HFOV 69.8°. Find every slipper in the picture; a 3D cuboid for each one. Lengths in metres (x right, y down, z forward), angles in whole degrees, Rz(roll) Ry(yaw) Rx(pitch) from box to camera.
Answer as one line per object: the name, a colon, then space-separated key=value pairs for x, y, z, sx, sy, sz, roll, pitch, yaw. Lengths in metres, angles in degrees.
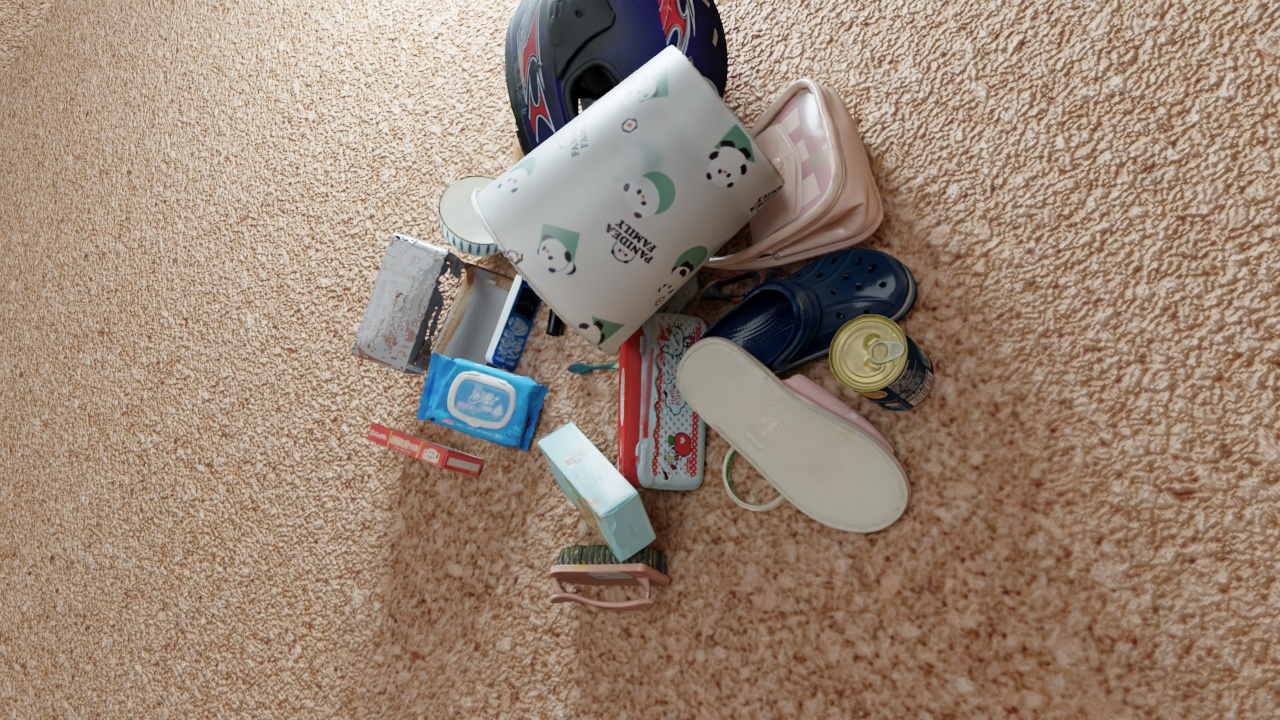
slipper: x=0.155 y=0.074 z=0.949 sx=0.274 sy=0.054 sz=0.114 roll=37 pitch=104 yaw=12
slipper: x=0.162 y=-0.051 z=0.980 sx=0.253 sy=0.095 sz=0.105 roll=-27 pitch=65 yaw=18

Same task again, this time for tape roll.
tape roll: x=0.130 y=0.121 z=1.001 sx=0.086 sy=0.014 sz=0.085 roll=-10 pitch=71 yaw=30

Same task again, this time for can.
can: x=0.241 y=0.005 z=0.909 sx=0.075 sy=0.111 sz=0.075 roll=-9 pitch=73 yaw=29

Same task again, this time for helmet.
helmet: x=-0.015 y=-0.345 z=1.100 sx=0.241 sy=0.247 sz=0.315 roll=-14 pitch=76 yaw=28

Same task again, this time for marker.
marker: x=-0.103 y=-0.097 z=1.213 sx=0.022 sy=0.020 sz=0.132 roll=7 pitch=79 yaw=17

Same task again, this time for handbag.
handbag: x=0.141 y=-0.187 z=1.036 sx=0.235 sy=0.093 sz=0.193 roll=-27 pitch=50 yaw=30

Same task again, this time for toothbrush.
toothbrush: x=-0.007 y=0.007 z=1.124 sx=0.192 sy=0.018 sz=0.016 roll=-3 pitch=77 yaw=29

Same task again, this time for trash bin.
trash bin: x=-0.005 y=-0.171 z=0.953 sx=0.252 sy=0.229 sz=0.229 roll=-40 pitch=58 yaw=11

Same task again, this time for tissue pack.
tissue pack: x=-0.206 y=0.052 z=1.179 sx=0.157 sy=0.052 sz=0.095 roll=17 pitch=87 yaw=-1

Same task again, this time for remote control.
remote control: x=-0.168 y=-0.050 z=1.222 sx=0.024 sy=0.049 sz=0.125 roll=18 pitch=85 yaw=38

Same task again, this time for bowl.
bowl: x=-0.224 y=-0.192 z=1.278 sx=0.066 sy=0.116 sz=0.116 roll=117 pitch=143 yaw=-59

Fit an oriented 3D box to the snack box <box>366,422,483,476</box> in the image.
snack box: x=-0.290 y=0.119 z=1.231 sx=0.153 sy=0.075 sz=0.025 roll=13 pitch=82 yaw=34

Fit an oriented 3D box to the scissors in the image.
scissors: x=0.075 y=-0.094 z=1.100 sx=0.226 sy=0.015 sz=0.188 roll=0 pitch=73 yaw=37

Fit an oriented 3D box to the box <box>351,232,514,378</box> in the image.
box: x=-0.261 y=-0.051 z=1.251 sx=0.185 sy=0.154 sz=0.182 roll=20 pitch=89 yaw=3

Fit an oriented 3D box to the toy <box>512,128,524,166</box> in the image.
toy: x=-0.131 y=-0.290 z=1.237 sx=0.144 sy=0.082 sz=0.225 roll=-32 pitch=56 yaw=57

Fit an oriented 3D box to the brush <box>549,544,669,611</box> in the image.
brush: x=-0.043 y=0.246 z=1.043 sx=0.146 sy=0.063 sz=0.073 roll=-9 pitch=60 yaw=31

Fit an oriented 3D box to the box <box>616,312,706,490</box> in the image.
box: x=0.027 y=0.048 z=1.061 sx=0.101 sy=0.095 sz=0.201 roll=2 pitch=83 yaw=-7

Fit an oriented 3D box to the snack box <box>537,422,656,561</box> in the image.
snack box: x=-0.052 y=0.145 z=1.038 sx=0.051 sy=0.074 sz=0.175 roll=-32 pitch=36 yaw=-15
